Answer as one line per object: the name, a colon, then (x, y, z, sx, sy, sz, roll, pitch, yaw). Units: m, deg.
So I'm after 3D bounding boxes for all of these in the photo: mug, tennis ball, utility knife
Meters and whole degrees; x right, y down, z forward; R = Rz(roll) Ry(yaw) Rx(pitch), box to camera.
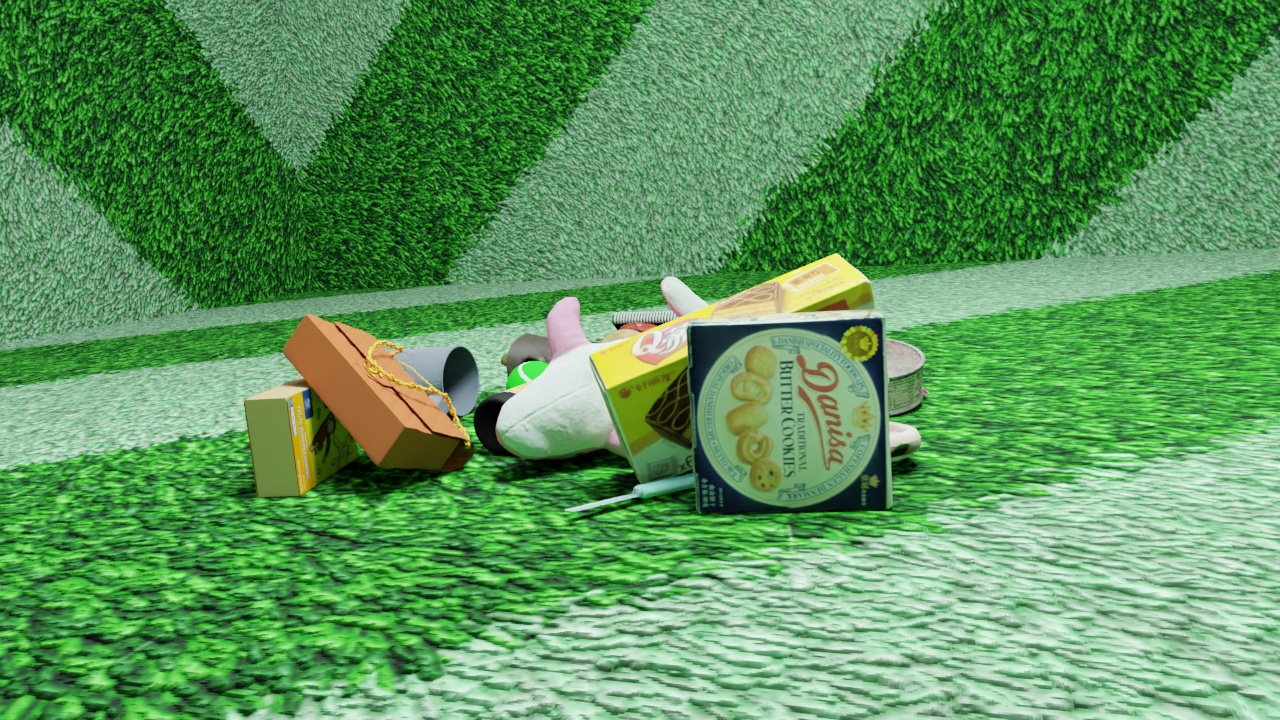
mug: (-0.264, 0.037, 1.083, 0.104, 0.084, 0.123, -1, 37, 20)
tennis ball: (-0.120, 0.033, 1.042, 0.065, 0.065, 0.065, -4, 10, 0)
utility knife: (0.014, 0.101, 0.732, 0.165, 0.015, 0.022, -8, 9, -32)

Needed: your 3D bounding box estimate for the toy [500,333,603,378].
toy: (-0.098, 0.006, 1.157, 0.153, 0.078, 0.179, 1, 8, 21)

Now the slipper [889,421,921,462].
slipper: (0.170, 0.053, 0.839, 0.106, 0.056, 0.222, -9, 11, -16)

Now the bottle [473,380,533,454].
bottle: (-0.099, 0.048, 0.967, 0.059, 0.059, 0.181, 1, 11, 27)

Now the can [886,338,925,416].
can: (0.238, 0.016, 0.989, 0.130, 0.044, 0.129, -4, 21, 1)

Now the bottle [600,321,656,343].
bottle: (-0.006, 0.006, 1.065, 0.099, 0.099, 0.111, -2, 2, 10)

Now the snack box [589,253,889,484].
snack box: (0.083, 0.007, 0.761, 0.230, 0.110, 0.061, -22, 32, -5)

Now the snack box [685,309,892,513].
snack box: (0.110, 0.038, 0.683, 0.145, 0.144, 0.042, -3, 8, 8)

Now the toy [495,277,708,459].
toy: (-0.026, 0.029, 0.888, 0.265, 0.186, 0.128, -25, -15, -25)

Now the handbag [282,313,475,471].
handbag: (-0.236, 0.027, 0.856, 0.172, 0.060, 0.108, 41, 10, 29)

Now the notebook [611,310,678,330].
notebook: (0.085, -0.017, 1.133, 0.207, 0.016, 0.149, 0, -30, 21)

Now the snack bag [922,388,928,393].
snack bag: (0.218, 0.035, 1.039, 0.196, 0.016, 0.070, -4, 11, 2)

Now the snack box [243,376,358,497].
snack box: (-0.315, 0.066, 0.861, 0.040, 0.088, 0.125, -3, 10, 7)
